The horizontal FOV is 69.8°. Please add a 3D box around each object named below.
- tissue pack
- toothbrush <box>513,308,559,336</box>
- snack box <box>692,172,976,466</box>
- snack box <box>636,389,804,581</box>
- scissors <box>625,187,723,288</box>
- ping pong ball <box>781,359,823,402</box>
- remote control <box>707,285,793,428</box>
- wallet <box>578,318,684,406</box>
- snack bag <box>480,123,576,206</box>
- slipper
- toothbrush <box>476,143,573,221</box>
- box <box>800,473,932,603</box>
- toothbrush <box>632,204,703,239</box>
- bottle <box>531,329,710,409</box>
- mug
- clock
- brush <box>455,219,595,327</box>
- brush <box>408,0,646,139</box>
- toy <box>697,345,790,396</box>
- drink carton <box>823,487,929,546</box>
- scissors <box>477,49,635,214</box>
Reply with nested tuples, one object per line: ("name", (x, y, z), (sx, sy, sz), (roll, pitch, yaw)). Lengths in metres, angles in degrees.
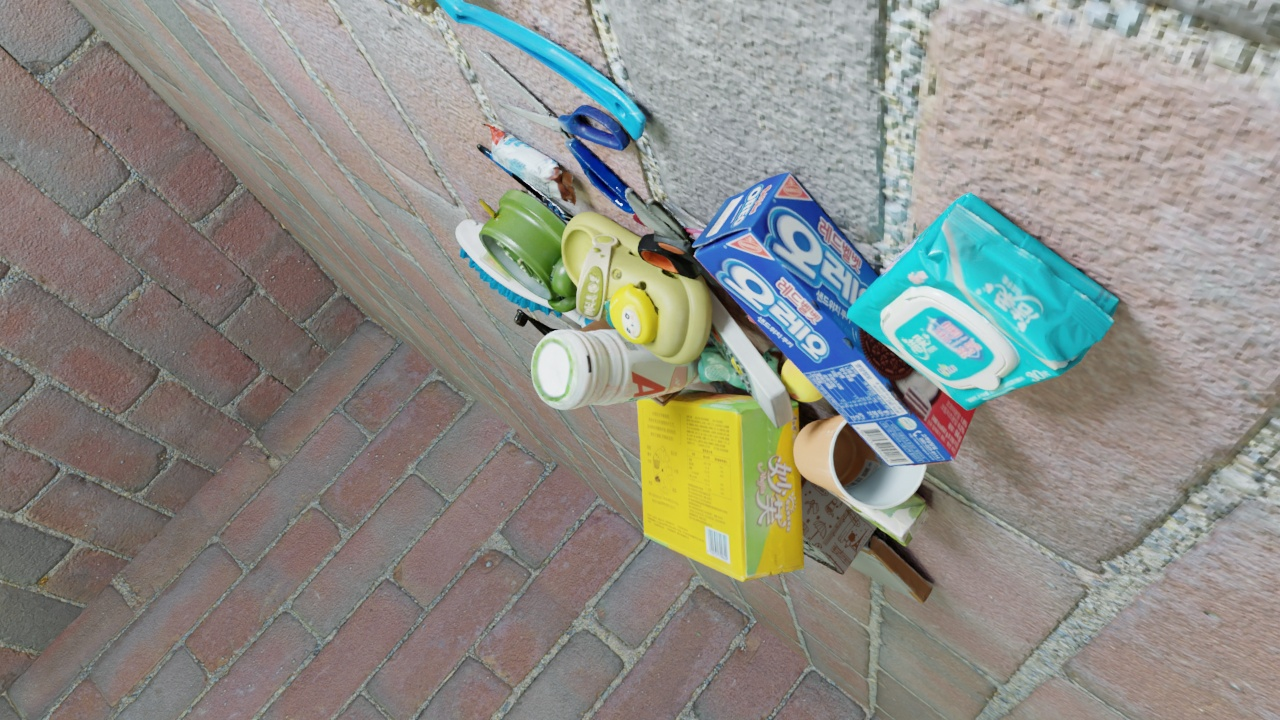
("tissue pack", (0.168, -0.024, 0.476), (0.093, 0.050, 0.133), (39, 167, 5))
("toothbrush", (-0.107, -0.026, 1.185), (0.026, 0.027, 0.212), (27, 176, 27))
("snack box", (0.125, -0.019, 0.571), (0.207, 0.058, 0.057), (45, 150, -18))
("snack box", (0.073, 0.112, 0.902), (0.210, 0.070, 0.157), (-176, 83, -65))
("scissors", (0.040, -0.076, 0.607), (0.148, 0.021, 0.235), (20, 179, -8))
("ping pong ball", (0.131, 0.013, 0.720), (0.040, 0.040, 0.040), (38, 167, 10))
("remote control", (0.081, -0.005, 0.753), (0.135, 0.019, 0.056), (57, 176, 32))
("wallet", (0.001, -0.008, 0.925), (0.115, 0.101, 0.020), (36, 124, 10))
("snack bag", (-0.097, -0.170, 0.796), (0.105, 0.026, 0.045), (35, 157, 19))
("slipper", (-0.022, -0.058, 0.774), (0.190, 0.081, 0.092), (40, 137, 37))
("toothbrush", (-0.088, -0.149, 0.867), (0.189, 0.016, 0.014), (39, 162, 13))
("box", (0.196, 0.180, 1.026), (0.259, 0.082, 0.177), (44, 167, -31))
("toothbrush", (0.059, -0.089, 0.653), (0.188, 0.017, 0.016), (24, 155, 46))
("bottle", (-0.005, 0.005, 0.832), (0.196, 0.068, 0.068), (-3, -155, -46))
("mug", (0.173, 0.078, 0.755), (0.078, 0.078, 0.123), (42, 172, -3))
("clock", (-0.099, -0.105, 0.949), (0.161, 0.056, 0.116), (40, 168, 2))
("brush", (-0.087, -0.062, 1.043), (0.314, 0.060, 0.109), (37, 173, 3))
("brush", (-0.098, -0.228, 0.604), (0.254, 0.045, 0.083), (36, 163, 3))
("toy", (0.096, 0.008, 0.816), (0.092, 0.030, 0.097), (18, 155, 10))
("drink carton", (0.202, 0.113, 0.837), (0.122, 0.045, 0.053), (35, 175, 30))
("scissors", (-0.056, -0.174, 0.702), (0.174, 0.012, 0.162), (48, 166, -25))
